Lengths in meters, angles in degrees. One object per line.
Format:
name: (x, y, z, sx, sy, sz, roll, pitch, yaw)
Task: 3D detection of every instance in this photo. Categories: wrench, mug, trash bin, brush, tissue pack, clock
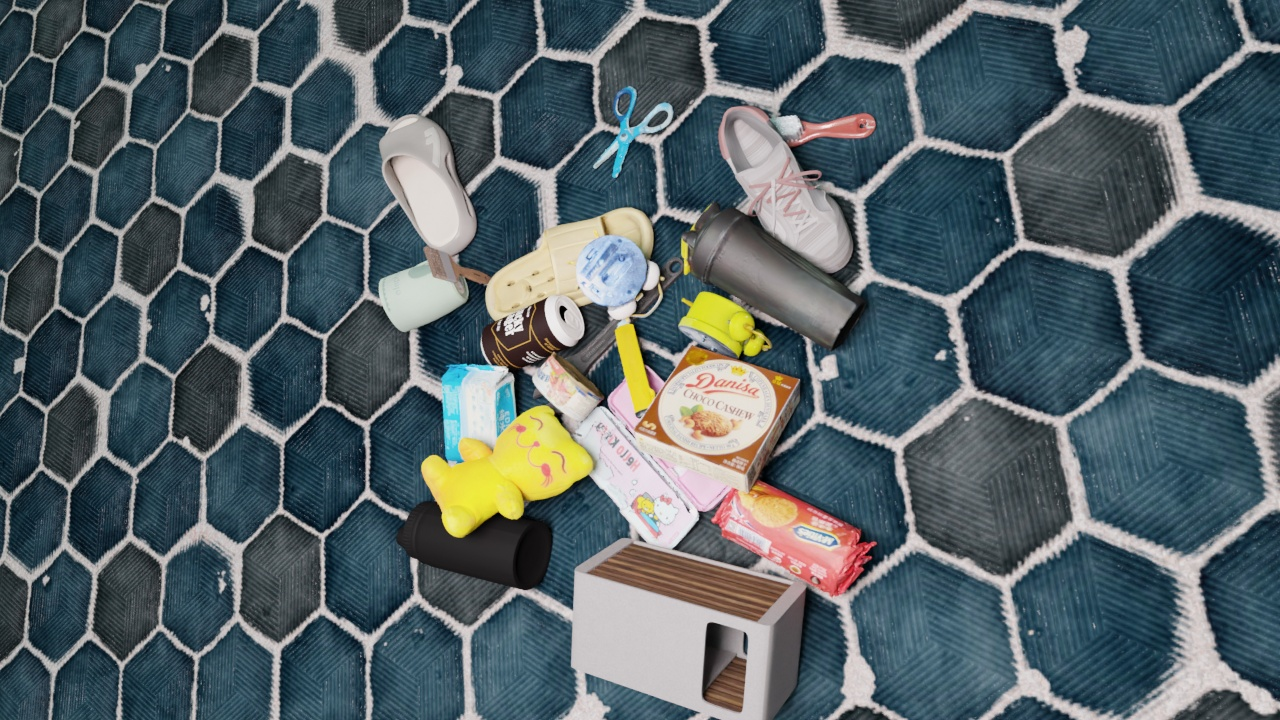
wrench: (-0.041, -0.032, 1.198, 0.273, 0.018, 0.073, -45, 64, 8)
mug: (-0.306, -0.106, 1.315, 0.104, 0.084, 0.111, -20, 41, 10)
trash bin: (0.050, 0.290, 1.000, 0.229, 0.114, 0.114, 9, 103, 27)
brush: (-0.243, -0.122, 1.245, 0.008, 0.143, 0.045, -26, 76, 19)
tissue pack: (-0.210, 0.073, 1.214, 0.093, 0.061, 0.144, 4, 103, 27)
clock: (-0.027, -0.104, 1.156, 0.125, 0.052, 0.089, 40, 91, -12)
clock: (0.102, -0.036, 1.093, 0.119, 0.083, 0.057, 25, 82, 31)
brush: (0.201, -0.286, 1.134, 0.173, 0.030, 0.041, -1, 78, 25)

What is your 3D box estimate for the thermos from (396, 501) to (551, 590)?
thermos: (-0.221, 0.232, 1.182, 0.199, 0.086, 0.086, 6, 80, 27)

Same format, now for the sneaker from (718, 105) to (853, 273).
sneaker: (0.162, -0.205, 1.082, 0.099, 0.089, 0.236, -38, 74, 20)

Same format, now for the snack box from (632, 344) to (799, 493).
snack box: (0.090, 0.063, 1.057, 0.143, 0.041, 0.146, 19, 56, 25)

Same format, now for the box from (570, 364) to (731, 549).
box: (0.015, 0.118, 1.124, 0.153, 0.037, 0.201, -48, 63, 11)

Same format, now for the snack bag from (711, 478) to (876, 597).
snack bag: (0.166, 0.193, 1.012, 0.176, 0.082, 0.082, 25, 89, 29)

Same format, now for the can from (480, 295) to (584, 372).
can: (-0.144, -0.034, 1.209, 0.129, 0.071, 0.071, -22, 69, 28)

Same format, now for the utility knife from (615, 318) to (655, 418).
utility knife: (-0.007, 0.007, 1.136, 0.030, 0.017, 0.159, -16, 56, 1)

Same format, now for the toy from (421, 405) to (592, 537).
toy: (-0.163, 0.146, 1.130, 0.193, 0.088, 0.134, -28, 53, -20)

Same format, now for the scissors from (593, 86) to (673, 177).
scissors: (-0.025, -0.318, 1.263, 0.140, 0.013, 0.117, -43, 64, 13)

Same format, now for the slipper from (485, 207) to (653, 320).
slipper: (-0.107, -0.123, 1.219, 0.262, 0.079, 0.111, -22, 72, 20)

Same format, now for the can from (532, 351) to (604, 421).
can: (-0.091, 0.034, 1.147, 0.043, 0.086, 0.086, -48, 63, 6)

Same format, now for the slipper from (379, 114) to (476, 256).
slipper: (-0.330, -0.272, 1.360, 0.113, 0.080, 0.265, -34, 66, 18)

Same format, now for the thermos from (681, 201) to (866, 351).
thermos: (0.149, -0.097, 1.068, 0.221, 0.098, 0.098, 35, 94, 17)
